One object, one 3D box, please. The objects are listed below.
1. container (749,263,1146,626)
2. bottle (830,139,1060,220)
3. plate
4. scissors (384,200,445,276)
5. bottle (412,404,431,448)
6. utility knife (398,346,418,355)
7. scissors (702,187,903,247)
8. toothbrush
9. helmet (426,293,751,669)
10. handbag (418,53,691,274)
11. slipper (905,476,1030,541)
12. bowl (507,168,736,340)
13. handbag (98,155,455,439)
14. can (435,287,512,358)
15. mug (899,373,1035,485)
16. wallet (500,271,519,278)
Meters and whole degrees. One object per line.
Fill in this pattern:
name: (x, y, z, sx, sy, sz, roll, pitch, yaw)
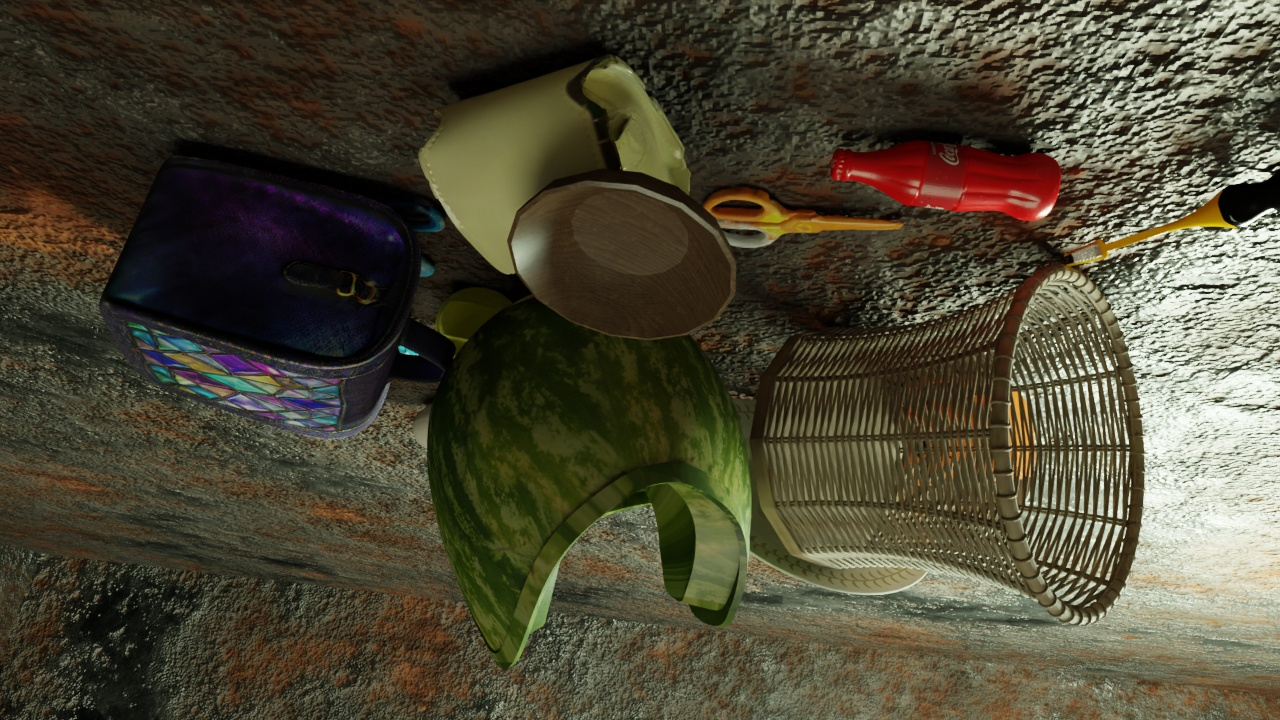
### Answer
container: (0.213, 0.060, 0.650, 0.226, 0.226, 0.197, 27, 157, -39)
bottle: (0.165, -0.101, 0.505, 0.119, 0.036, 0.036, 7, 157, 2)
plate: (0.141, 0.114, 0.802, 0.242, 0.242, 0.016, 13, 121, -14)
scissors: (-0.191, -0.096, 0.660, 0.138, 0.011, 0.134, -10, 149, 43)
bottle: (-0.190, 0.061, 0.979, 0.051, 0.051, 0.147, 25, 152, -35)
utility knife: (-0.218, -0.008, 0.876, 0.022, 0.015, 0.181, 11, 160, -1)
scissors: (0.103, -0.087, 0.587, 0.128, 0.013, 0.064, 5, 158, 8)
toothbrush: (0.328, -0.085, 0.502, 0.030, 0.031, 0.197, -16, 177, -40)
helmet: (-0.042, 0.066, 0.649, 0.213, 0.247, 0.244, -5, 121, -23)
handbag: (-0.043, -0.107, 0.511, 0.119, 0.081, 0.111, -3, 148, 28)
slipper: (0.264, 0.140, 0.965, 0.269, 0.098, 0.055, 1, 155, 18)
bowl: (-0.007, -0.058, 0.468, 0.118, 0.030, 0.118, 9, 145, 6)
handbag: (-0.246, -0.029, 0.667, 0.222, 0.125, 0.205, 17, 157, -14)
can: (-0.139, -0.012, 0.772, 0.067, 0.067, 0.105, 11, 157, -9)
mug: (0.281, 0.055, 0.807, 0.096, 0.077, 0.112, -11, 120, 37)
wallet: (-0.056, -0.081, 0.635, 0.120, 0.031, 0.099, 7, 159, 16)
